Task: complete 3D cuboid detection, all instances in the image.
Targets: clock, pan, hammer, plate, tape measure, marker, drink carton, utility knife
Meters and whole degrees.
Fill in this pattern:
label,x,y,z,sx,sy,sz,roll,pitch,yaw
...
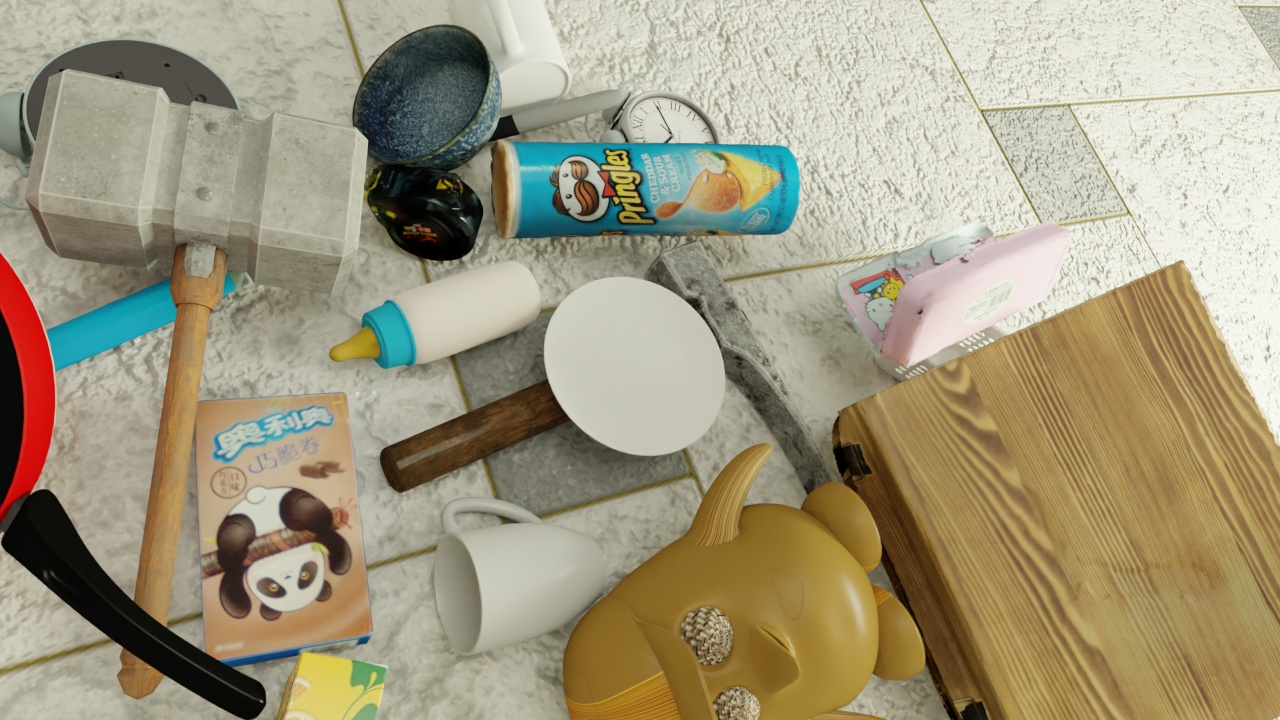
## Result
label,x,y,z,sx,sy,sz,roll,pitch,yaw
clock,0.012,-0.185,0.770,0.122,0.035,0.094,14,61,-19
pan,-0.317,0.052,0.428,0.356,0.067,0.209,35,97,-4
hammer,-0.021,0.052,0.642,0.299,0.037,0.217,-23,78,-30
plate,-0.004,0.004,0.643,0.134,0.011,0.134,9,64,-19
tape measure,-0.146,-0.103,0.638,0.071,0.072,0.042,2,57,8
hammer,-0.248,0.014,0.498,0.162,0.083,0.317,7,72,-22
clock,-0.333,-0.141,0.587,0.159,0.045,0.122,-30,81,-31
marker,-0.078,-0.196,0.728,0.138,0.016,0.022,-21,106,-15
drink carton,-0.161,0.187,0.461,0.041,0.123,0.058,16,61,-18
utility knife,-0.319,-0.023,0.555,0.173,0.015,0.031,-31,78,-31

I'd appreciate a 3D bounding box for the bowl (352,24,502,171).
label,x,y,z,sx,sy,sz,roll,pitch,yaw
bowl,-0.147,-0.180,0.673,0.114,0.061,0.114,-7,69,19

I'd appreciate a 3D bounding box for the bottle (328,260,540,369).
label,x,y,z,sx,sy,sz,roll,pitch,yaw
bottle,-0.138,-0.026,0.616,0.145,0.051,0.051,-22,77,-31

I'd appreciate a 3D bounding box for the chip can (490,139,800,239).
label,x,y,z,sx,sy,sz,roll,pitch,yaw
chip can,0.003,-0.129,0.698,0.229,0.080,0.079,-3,67,-18

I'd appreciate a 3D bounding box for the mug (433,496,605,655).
label,x,y,z,sx,sy,sz,roll,pitch,yaw
mug,-0.079,0.123,0.571,0.089,0.071,0.107,-3,40,-34

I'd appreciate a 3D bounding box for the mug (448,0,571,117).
label,x,y,z,sx,sy,sz,roll,pitch,yaw
mug,-0.104,-0.254,0.707,0.074,0.110,0.090,-20,74,-3

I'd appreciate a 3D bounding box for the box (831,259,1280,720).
label,x,y,z,sx,sy,sz,roll,pitch,yaw
box,0.290,0.121,0.661,0.257,0.215,0.279,-24,84,1

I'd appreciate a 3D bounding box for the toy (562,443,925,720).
label,x,y,z,sx,sy,sz,roll,pitch,yaw
toy,0.051,0.168,0.554,0.203,0.163,0.198,-20,87,-20

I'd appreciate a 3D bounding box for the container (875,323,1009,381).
label,x,y,z,sx,sy,sz,roll,pitch,yaw
container,0.263,-0.005,0.789,0.129,0.050,0.080,31,57,-8

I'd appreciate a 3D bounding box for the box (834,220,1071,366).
label,x,y,z,sx,sy,sz,roll,pitch,yaw
box,0.250,-0.068,0.753,0.201,0.088,0.095,-22,44,-31

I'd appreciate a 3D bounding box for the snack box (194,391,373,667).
label,x,y,z,sx,sy,sz,roll,pitch,yaw
snack box,-0.210,0.095,0.536,0.087,0.034,0.151,-3,67,-25
